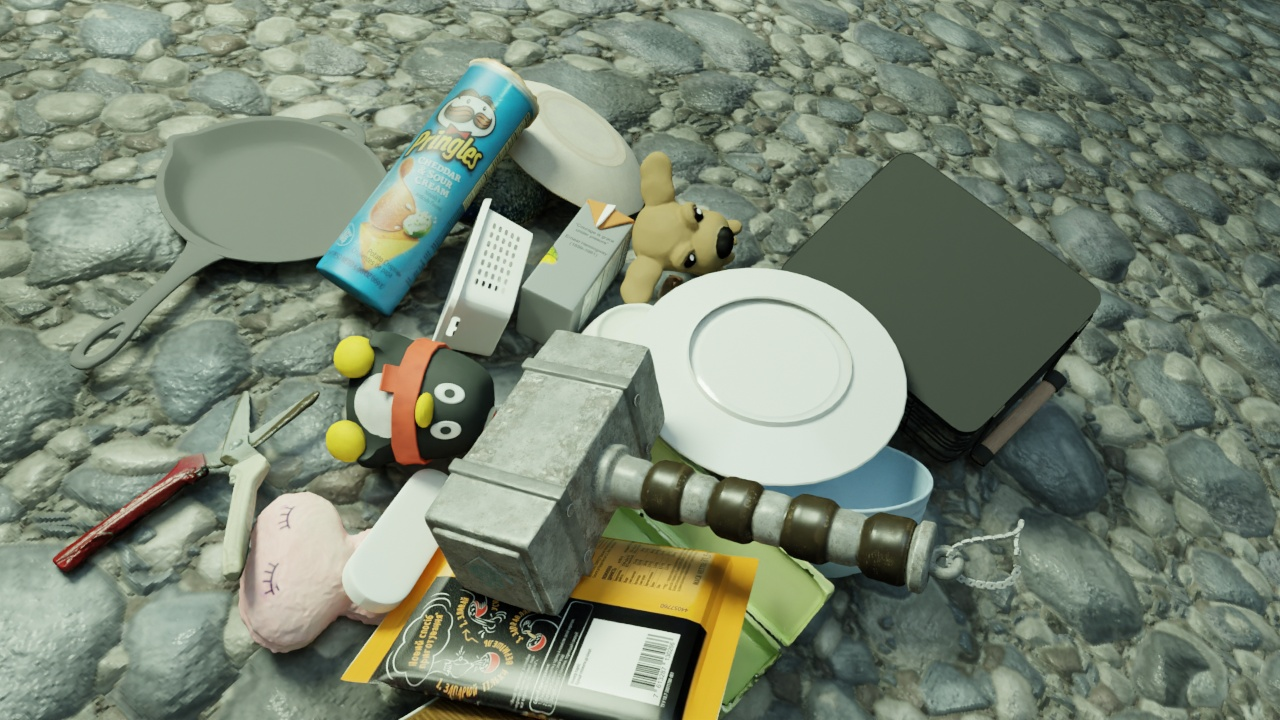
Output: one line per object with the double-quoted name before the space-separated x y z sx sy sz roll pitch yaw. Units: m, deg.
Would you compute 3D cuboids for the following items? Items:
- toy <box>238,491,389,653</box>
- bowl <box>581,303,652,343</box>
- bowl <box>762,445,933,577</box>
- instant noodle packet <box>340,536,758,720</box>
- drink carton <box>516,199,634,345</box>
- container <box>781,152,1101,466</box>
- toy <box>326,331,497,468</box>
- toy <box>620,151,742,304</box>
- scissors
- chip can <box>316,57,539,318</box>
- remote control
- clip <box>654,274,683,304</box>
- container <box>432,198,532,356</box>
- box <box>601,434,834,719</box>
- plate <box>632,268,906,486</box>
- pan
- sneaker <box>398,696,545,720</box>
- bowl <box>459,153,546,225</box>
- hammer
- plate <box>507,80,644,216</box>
"toy" -0.205 0.138 0.601 0.105 0.053 0.108 12 45 -27
"bowl" -0.004 0.004 0.755 0.116 0.066 0.116 8 49 -9
"bowl" 0.136 0.113 0.684 0.150 0.075 0.150 2 16 -1
"instant noodle packet" -0.048 0.160 0.577 0.221 0.032 0.159 6 30 16
"drink carton" -0.056 -0.075 0.804 0.048 0.076 0.124 26 53 6
"container" 0.248 -0.040 0.796 0.162 0.130 0.241 -44 69 -5
"toy" -0.153 0.031 0.668 0.119 0.099 0.097 7 94 4
"toy" 0.040 -0.105 0.817 0.106 0.134 0.108 9 0 27
"scissors" -0.283 0.087 0.610 0.198 0.015 0.179 -38 42 -28
"chip can" -0.177 -0.147 0.778 0.080 0.080 0.229 31 76 10
"remote control" -0.157 0.118 0.620 0.043 0.013 0.136 38 27 -8
"clip" 0.028 -0.062 0.838 0.024 0.041 0.060 17 54 -3
"container" -0.131 -0.064 0.772 0.049 0.081 0.129 20 48 -14
"box" 0.031 0.144 0.655 0.188 0.064 0.130 40 94 19
"plate" 0.096 0.001 0.689 0.208 0.015 0.208 1 51 -1
"pan" -0.345 -0.108 0.780 0.216 0.024 0.353 24 48 4
"sneaker" -0.090 0.266 0.515 0.293 0.127 0.121 -14 19 -38
"bowl" -0.144 -0.187 0.879 0.114 0.061 0.114 7 49 -9
"hammer" 0.049 0.087 0.543 0.327 0.080 0.176 11 48 24
"plate" -0.065 -0.218 0.902 0.188 0.027 0.188 27 36 -22
